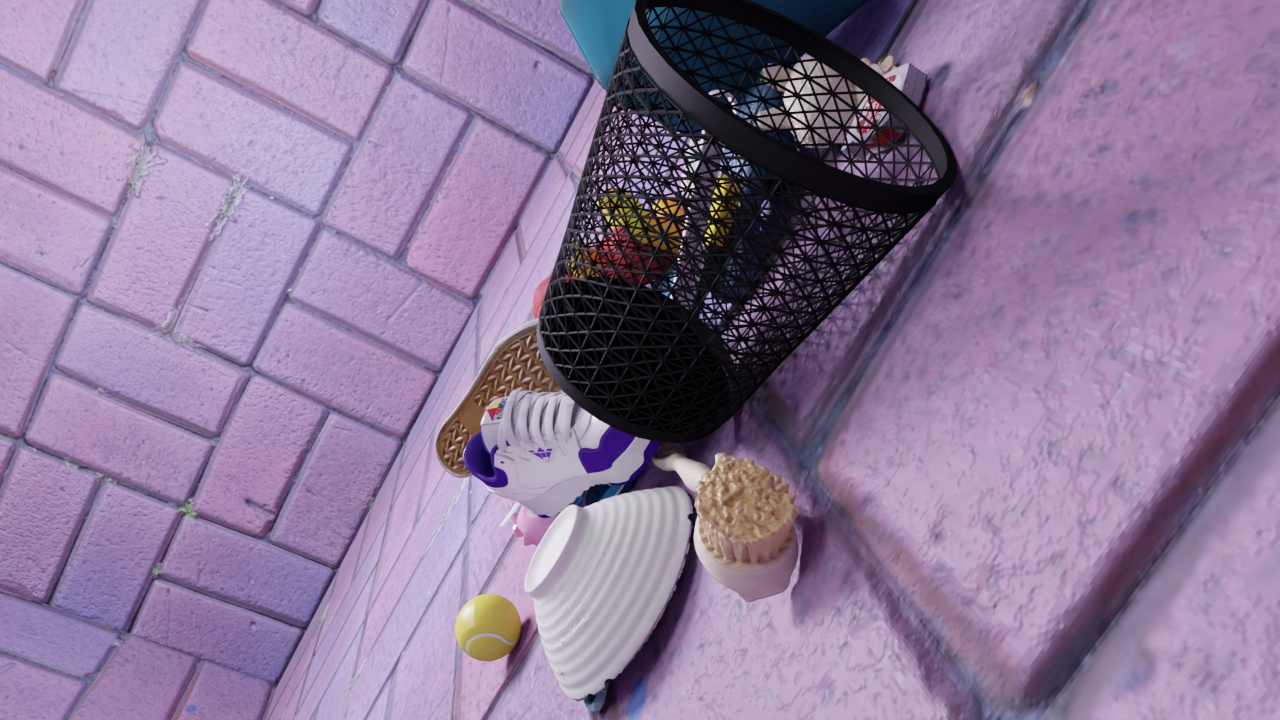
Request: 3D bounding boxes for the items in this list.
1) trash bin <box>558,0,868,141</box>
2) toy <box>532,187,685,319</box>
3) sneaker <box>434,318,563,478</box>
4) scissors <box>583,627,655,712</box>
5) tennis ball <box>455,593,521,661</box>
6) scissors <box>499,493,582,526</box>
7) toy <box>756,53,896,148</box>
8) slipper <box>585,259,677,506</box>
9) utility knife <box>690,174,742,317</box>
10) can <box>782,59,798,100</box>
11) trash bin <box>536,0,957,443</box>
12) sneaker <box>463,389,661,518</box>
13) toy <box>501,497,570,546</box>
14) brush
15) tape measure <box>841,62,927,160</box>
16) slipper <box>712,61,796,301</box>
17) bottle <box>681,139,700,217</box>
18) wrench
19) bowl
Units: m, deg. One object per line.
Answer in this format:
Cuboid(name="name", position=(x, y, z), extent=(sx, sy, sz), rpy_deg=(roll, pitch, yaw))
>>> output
Cuboid(name="trash bin", position=(0.062, -0.339, 0.827), extent=(0.219, 0.198, 0.196), rpy_deg=(-42, 58, 30))
Cuboid(name="toy", position=(-0.037, -0.089, 1.024), extent=(0.217, 0.147, 0.098), rpy_deg=(-51, 48, 32))
Cuboid(name="sneaker", position=(-0.124, 0.033, 0.956), extent=(0.236, 0.087, 0.079), rpy_deg=(-44, -11, 29))
Cuboid(name="scissors", position=(-0.020, 0.210, 0.698), extent=(0.127, 0.011, 0.126), rpy_deg=(-65, 16, -15))
Cuboid(name="tennis ball", position=(-0.152, 0.268, 0.920), extent=(0.065, 0.065, 0.065), rpy_deg=(-55, 18, 27))
Cuboid(name="scissors", position=(-0.096, 0.114, 0.916), extent=(0.128, 0.014, 0.132), rpy_deg=(4, 53, 39))
Cuboid(name="toy", position=(0.148, -0.212, 0.740), extent=(0.050, 0.112, 0.087), rpy_deg=(57, -149, -67))
Cuboid(name="slipper", position=(-0.005, 0.005, 0.887), extent=(0.118, 0.060, 0.294), rpy_deg=(-30, 36, 57))
Cuboid(name="utility knife", position=(0.054, -0.078, 0.790), extent=(0.028, 0.020, 0.174), rpy_deg=(-107, 28, -50))
Cuboid(name="can", position=(0.112, -0.283, 0.937), extent=(0.100, 0.054, 0.058), rpy_deg=(-25, 34, 32))
Cuboid(name="trash bin", position=(0.047, -0.084, 0.623), extent=(0.216, 0.217, 0.244), rpy_deg=(-84, 19, -51))
Cuboid(name="sneaker", position=(-0.072, 0.058, 0.780), extent=(0.245, 0.111, 0.091), rpy_deg=(-37, 32, 48))
Cuboid(name="toy", position=(-0.106, 0.143, 0.972), extent=(0.124, 0.067, 0.157), rpy_deg=(-52, 24, 38))
Cuboid(name="brush", position=(0.043, 0.085, 0.624), extent=(0.272, 0.062, 0.077), rpy_deg=(-148, 57, -78))
Cuboid(name="tape measure", position=(0.179, -0.180, 0.666), extent=(0.060, 0.020, 0.062), rpy_deg=(-67, 17, -11))
Cuboid(name="slipper", position=(0.100, -0.154, 0.808), extent=(0.104, 0.059, 0.213), rpy_deg=(179, 102, -74))
Cuboid(name="bottle", position=(0.075, -0.206, 0.966), extent=(0.057, 0.056, 0.161), rpy_deg=(-47, 23, 45))
Cuboid(name="wrench", position=(0.040, -0.083, 0.751), extent=(0.009, 0.047, 0.274), rpy_deg=(-115, 30, -57))
Cuboid(name="bowl", position=(-0.040, 0.158, 0.696), extent=(0.177, 0.071, 0.177), rpy_deg=(-53, 14, 18))
